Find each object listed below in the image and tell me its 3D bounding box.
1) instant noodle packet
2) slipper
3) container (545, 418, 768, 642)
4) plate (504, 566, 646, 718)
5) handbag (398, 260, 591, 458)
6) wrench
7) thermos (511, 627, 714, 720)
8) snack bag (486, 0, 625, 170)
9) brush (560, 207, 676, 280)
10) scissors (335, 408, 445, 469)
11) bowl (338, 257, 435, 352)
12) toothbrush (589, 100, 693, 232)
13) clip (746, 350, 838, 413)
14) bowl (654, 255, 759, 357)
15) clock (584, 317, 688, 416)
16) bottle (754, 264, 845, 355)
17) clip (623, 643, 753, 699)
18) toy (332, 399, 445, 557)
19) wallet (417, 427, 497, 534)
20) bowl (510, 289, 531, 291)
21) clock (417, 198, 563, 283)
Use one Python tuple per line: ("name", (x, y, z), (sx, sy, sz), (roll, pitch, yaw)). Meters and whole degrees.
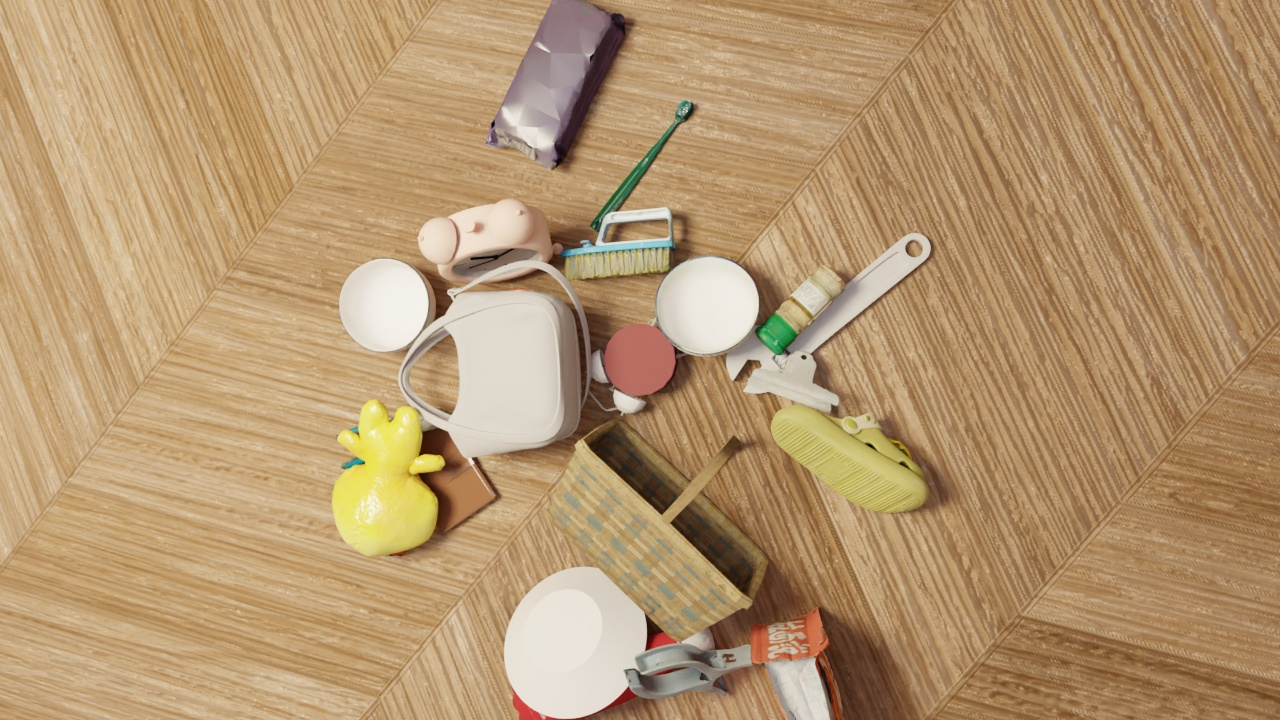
("instant noodle packet", (0.189, 0.396, 0.982), (0.084, 0.164, 0.221), (-17, 86, 5))
("slipper", (0.237, 0.099, 1.031), (0.190, 0.092, 0.081), (32, 53, -2))
("container", (0.041, 0.160, 1.016), (0.250, 0.157, 0.187), (43, 105, 7))
("plate", (-0.082, 0.311, 1.040), (0.174, 0.036, 0.173), (-10, 55, 14))
("handbag", (-0.177, 0.003, 1.053), (0.223, 0.095, 0.215), (-4, 87, 20))
("wrench", (0.215, -0.061, 1.062), (0.273, 0.018, 0.086), (-41, 84, 4))
("thermos", (-0.029, 0.359, 1.060), (0.240, 0.073, 0.073), (-23, 86, 6))
("snack bag", (-0.101, -0.335, 1.091), (0.096, 0.058, 0.205), (26, 92, 7))
("brush", (-0.027, -0.136, 1.077), (0.136, 0.055, 0.075), (-4, 93, 8))
("scissors", (-0.310, 0.096, 1.126), (0.131, 0.019, 0.149), (26, 86, 18))
("bowl", (-0.299, -0.065, 1.111), (0.113, 0.063, 0.113), (0, 89, 8))
("toothbrush", (0.002, -0.233, 1.094), (0.016, 0.017, 0.190), (38, 94, 7))
("clip", (0.176, 0.023, 1.043), (0.102, 0.053, 0.058), (19, 125, 4))
("bowl", (0.078, -0.054, 1.051), (0.118, 0.062, 0.118), (-3, 73, 9))
("clock", (-0.007, 0.006, 1.077), (0.124, 0.044, 0.087), (-41, 84, 5))
("bottle", (0.180, -0.057, 1.035), (0.043, 0.043, 0.111), (45, 92, 7))
("clip", (0.046, 0.354, 1.020), (0.106, 0.163, 0.027), (-58, 39, 30))
("toy", (-0.303, 0.148, 1.085), (0.134, 0.092, 0.208), (13, 100, 12))
("wallet", (-0.241, 0.140, 1.124), (0.087, 0.013, 0.121), (-36, 82, 8))
("bowl", (-0.142, -0.018, 1.096), (0.130, 0.045, 0.130), (0, 89, 8))
("clock", (-0.171, -0.142, 1.045), (0.131, 0.160, 0.086), (-13, 86, 8))
